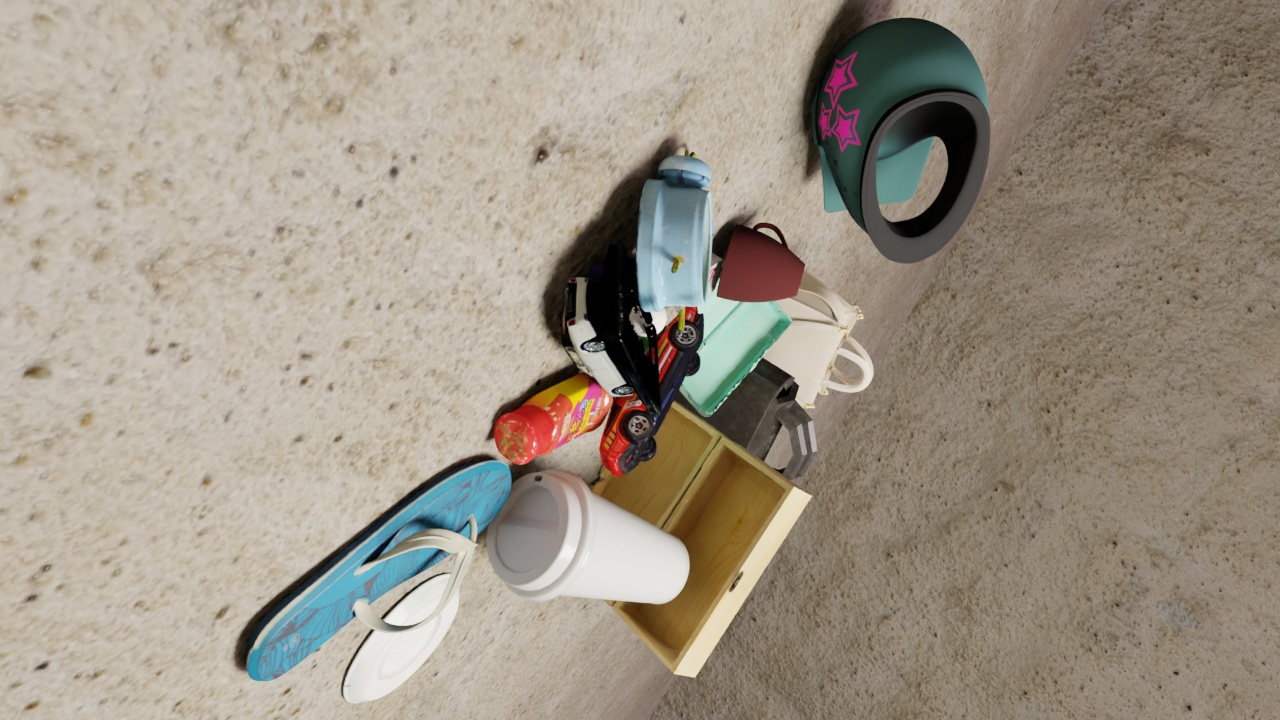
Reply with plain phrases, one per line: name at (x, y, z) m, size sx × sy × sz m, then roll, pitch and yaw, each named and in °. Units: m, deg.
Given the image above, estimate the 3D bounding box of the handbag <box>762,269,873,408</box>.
handbag at (0.236, -0.019, 1.296) m, size 0.101 × 0.198 × 0.195 m, roll -40°, pitch 155°, yaw -39°

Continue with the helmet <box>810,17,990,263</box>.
helmet at (0.285, -0.251, 1.042) m, size 0.176 × 0.200 × 0.275 m, roll -9°, pitch 134°, yaw -2°

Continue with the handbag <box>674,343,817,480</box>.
handbag at (0.147, 0.083, 1.244) m, size 0.102 × 0.199 × 0.198 m, roll -33°, pitch 151°, yaw -49°

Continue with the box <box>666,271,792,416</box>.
box at (0.103, -0.038, 1.137) m, size 0.186 × 0.052 × 0.139 m, roll -45°, pitch 115°, yaw -27°

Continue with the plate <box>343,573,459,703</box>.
plate at (-0.235, 0.283, 0.926) m, size 0.156 × 0.014 × 0.157 m, roll -48°, pitch 160°, yaw -24°

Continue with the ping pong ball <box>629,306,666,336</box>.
ping pong ball at (0.007, -0.044, 0.939) m, size 0.040 × 0.040 × 0.040 m, roll -47°, pitch 159°, yaw -25°

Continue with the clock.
clock at (0.032, -0.115, 0.816) m, size 0.118 × 0.060 × 0.161 m, roll 78°, pitch 18°, yaw -60°

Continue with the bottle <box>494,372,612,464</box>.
bottle at (-0.083, 0.056, 0.871) m, size 0.133 × 0.048 × 0.072 m, roll -26°, pitch 147°, yaw -55°

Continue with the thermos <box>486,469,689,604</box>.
thermos at (-0.044, 0.201, 0.975) m, size 0.221 × 0.131 × 0.131 m, roll 29°, pitch 95°, yaw -46°

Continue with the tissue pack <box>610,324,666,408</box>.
tissue pack at (-0.006, 0.006, 1.004) m, size 0.114 × 0.034 × 0.099 m, roll -53°, pitch 162°, yaw -4°

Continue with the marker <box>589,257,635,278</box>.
marker at (-0.008, -0.088, 0.864) m, size 0.133 × 0.018 × 0.015 m, roll -18°, pitch 124°, yaw -61°

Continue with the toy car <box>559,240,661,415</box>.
toy car at (-0.029, -0.021, 0.830) m, size 0.192 × 0.071 × 0.094 m, roll 61°, pitch 27°, yaw -65°

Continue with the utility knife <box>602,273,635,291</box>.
utility knife at (-0.004, -0.074, 0.902) m, size 0.172 × 0.020 × 0.029 m, roll -18°, pitch 136°, yaw -59°

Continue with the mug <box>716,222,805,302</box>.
mug at (0.145, -0.115, 1.063) m, size 0.087 × 0.088 × 0.113 m, roll 95°, pitch 12°, yaw -58°

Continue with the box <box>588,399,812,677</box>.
box at (0.037, 0.195, 1.093) m, size 0.247 × 0.253 × 0.068 m, roll -57°, pitch 145°, yaw 2°

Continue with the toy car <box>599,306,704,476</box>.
toy car at (0.015, 0.031, 0.954) m, size 0.189 × 0.056 × 0.082 m, roll -59°, pitch 167°, yaw -17°

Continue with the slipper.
slipper at (-0.196, 0.175, 0.779) m, size 0.293 × 0.060 × 0.118 m, roll -35°, pitch 149°, yaw -46°

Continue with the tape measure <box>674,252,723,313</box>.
tape measure at (0.066, -0.089, 1.041) m, size 0.062 × 0.020 × 0.060 m, roll -38°, pitch 154°, yaw -44°
